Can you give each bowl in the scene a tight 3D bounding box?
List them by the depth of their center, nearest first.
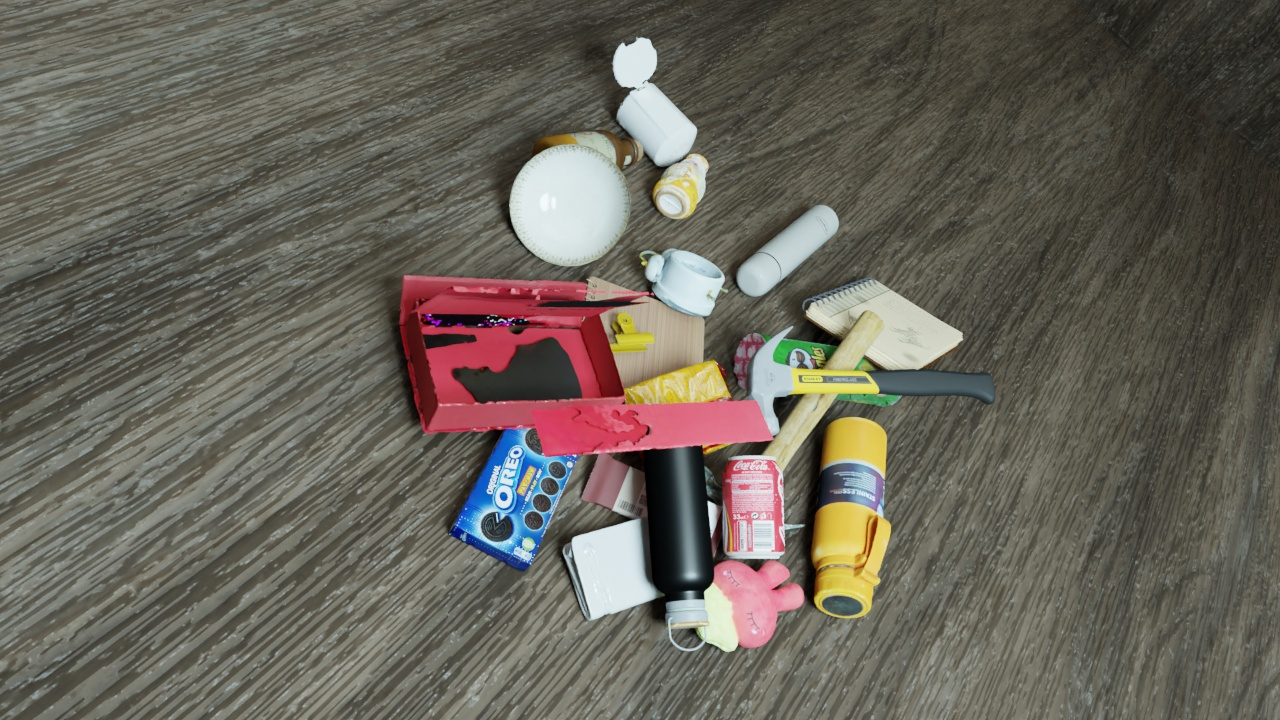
[{"bbox_3d":[-0.083,-0.190,1.122,0.145,0.145,0.063,34,11,-4],"label":"bowl"}]

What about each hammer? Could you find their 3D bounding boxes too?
[{"bbox_3d":[0.196,0.064,1.073,0.132,0.033,0.329,39,66,2],"label":"hammer"},{"bbox_3d":[0.275,0.026,1.080,0.323,0.029,0.127,1,70,-17],"label":"hammer"}]

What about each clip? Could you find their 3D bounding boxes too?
[{"bbox_3d":[-0.017,-0.029,1.065,0.053,0.044,0.050,-6,27,-33],"label":"clip"}]

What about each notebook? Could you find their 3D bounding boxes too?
[{"bbox_3d":[-0.006,0.006,1.071,0.169,0.022,0.210,19,50,-17],"label":"notebook"},{"bbox_3d":[0.330,-0.050,1.241,0.167,0.024,0.224,37,31,23],"label":"notebook"}]

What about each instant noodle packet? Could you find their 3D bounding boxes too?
[{"bbox_3d":[0.049,0.059,1.005,0.135,0.040,0.098,-18,74,-18],"label":"instant noodle packet"}]

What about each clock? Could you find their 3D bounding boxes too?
[{"bbox_3d":[0.049,-0.103,1.150,0.117,0.057,0.083,32,26,12],"label":"clock"}]

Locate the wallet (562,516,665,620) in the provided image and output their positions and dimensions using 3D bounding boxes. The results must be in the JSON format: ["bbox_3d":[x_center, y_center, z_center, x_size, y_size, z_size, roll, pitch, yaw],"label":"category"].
[{"bbox_3d":[-0.019,0.205,0.915,0.116,0.032,0.086,-5,71,-34],"label":"wallet"}]

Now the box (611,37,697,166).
[{"bbox_3d":[0.017,-0.357,1.273,0.083,0.143,0.137,-38,76,-14],"label":"box"}]

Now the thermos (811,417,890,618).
[{"bbox_3d":[0.239,0.171,1.041,0.076,0.092,0.232,13,49,5],"label":"thermos"}]

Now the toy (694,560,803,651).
[{"bbox_3d":[0.107,0.247,0.941,0.135,0.045,0.091,-10,64,-28],"label":"toy"}]

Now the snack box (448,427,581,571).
[{"bbox_3d":[-0.122,0.127,0.913,0.082,0.027,0.149,29,47,-8],"label":"snack box"}]

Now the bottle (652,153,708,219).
[{"bbox_3d":[0.060,-0.243,1.262,0.063,0.063,0.108,34,49,-3],"label":"bottle"}]

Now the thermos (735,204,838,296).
[{"bbox_3d":[0.207,-0.155,1.288,0.052,0.052,0.223,45,48,7],"label":"thermos"}]

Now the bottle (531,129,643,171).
[{"bbox_3d":[-0.062,-0.268,1.209,0.156,0.068,0.068,-19,68,-38],"label":"bottle"}]

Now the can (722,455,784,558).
[{"bbox_3d":[0.119,0.155,0.967,0.064,0.064,0.104,6,77,-26],"label":"can"}]

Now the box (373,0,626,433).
[{"bbox_3d":[-0.147,-0.179,0.973,0.215,0.141,0.510,0,74,-29],"label":"box"}]

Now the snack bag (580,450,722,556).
[{"bbox_3d":[0.018,0.152,0.973,0.158,0.013,0.057,25,75,-11],"label":"snack bag"}]

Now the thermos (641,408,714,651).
[{"bbox_3d":[0.039,0.166,0.908,0.061,0.061,0.231,6,68,-26],"label":"thermos"}]

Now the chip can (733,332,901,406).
[{"bbox_3d":[0.231,0.014,1.164,0.223,0.076,0.075,8,54,-25],"label":"chip can"}]
